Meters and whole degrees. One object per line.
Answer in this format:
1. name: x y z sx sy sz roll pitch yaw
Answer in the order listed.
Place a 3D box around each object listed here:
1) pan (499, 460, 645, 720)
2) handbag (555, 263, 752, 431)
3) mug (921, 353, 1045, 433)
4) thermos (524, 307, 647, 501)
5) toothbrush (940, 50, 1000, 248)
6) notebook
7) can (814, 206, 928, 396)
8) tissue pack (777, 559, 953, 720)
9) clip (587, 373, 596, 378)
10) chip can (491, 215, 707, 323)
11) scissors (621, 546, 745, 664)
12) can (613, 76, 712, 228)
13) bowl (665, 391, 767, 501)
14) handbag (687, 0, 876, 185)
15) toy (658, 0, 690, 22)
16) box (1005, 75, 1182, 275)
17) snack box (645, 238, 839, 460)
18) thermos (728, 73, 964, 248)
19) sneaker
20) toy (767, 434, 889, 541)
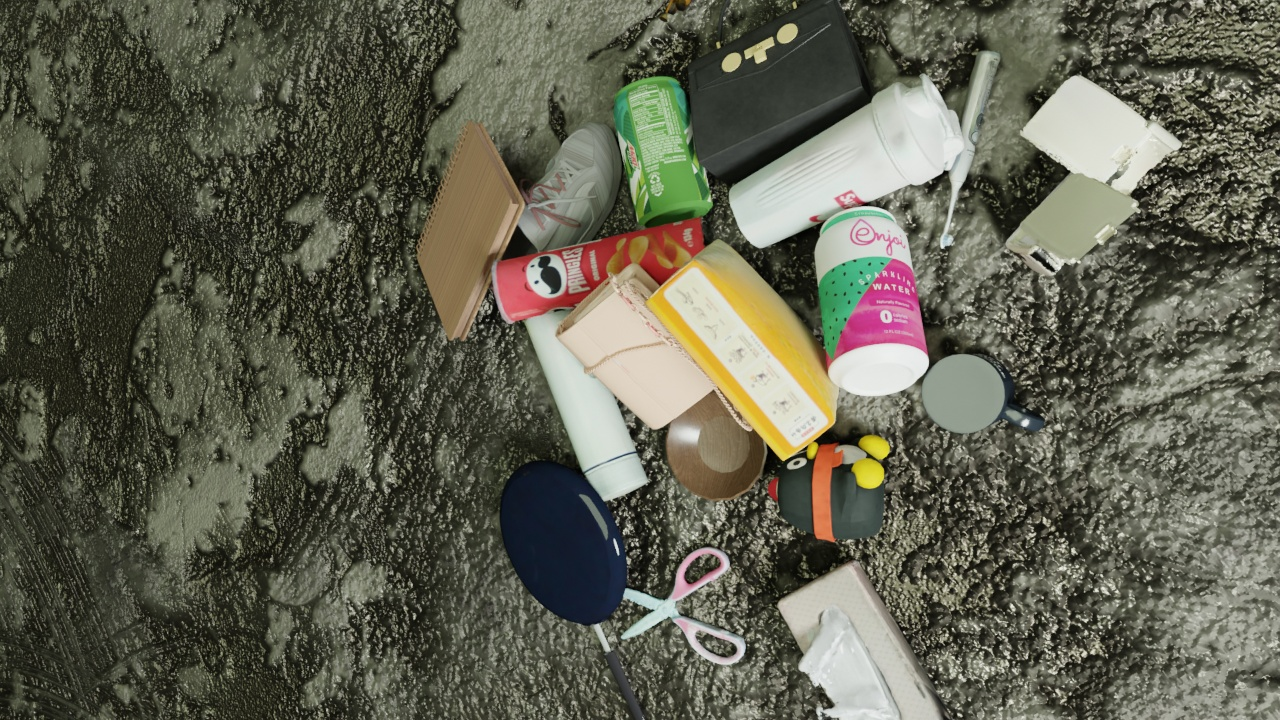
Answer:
1. pan: -0.062 0.283 1.052 0.199 0.021 0.356 -28 86 44
2. handbag: -0.004 0.005 0.902 0.117 0.187 0.199 -40 111 14
3. mug: 0.316 0.036 0.838 0.105 0.077 0.071 28 103 25
4. thermos: -0.063 0.046 1.047 0.068 0.067 0.230 -28 79 25
5. toothbrush: 0.307 -0.198 0.870 0.024 0.022 0.185 18 98 43
6. notebook: -0.209 -0.155 1.085 0.211 0.022 0.169 -58 45 35
7. can: 0.213 -0.055 0.858 0.088 0.088 0.165 -16 58 27
8. tissue pack: 0.212 0.299 0.896 0.104 0.071 0.181 -33 74 16
9. clip: -0.035 0.006 1.026 0.048 0.076 0.023 -31 76 24
10. chip can: -0.039 -0.098 0.993 0.233 0.073 0.073 -11 85 9
11. scissors: 0.047 0.288 1.022 0.173 0.014 0.158 -39 73 23
12. can: 0.022 -0.222 0.987 0.083 0.083 0.144 -16 83 27
13. bowl: 0.086 0.091 0.988 0.118 0.030 0.118 0 91 28
14. handbag: 0.132 -0.313 0.950 0.176 0.072 0.195 -20 71 27
15. toy: 0.049 -0.407 0.983 0.076 0.062 0.100 18 84 62
16. box: 0.348 -0.152 0.739 0.101 0.194 0.144 39 104 -1
17. snack box: 0.110 -0.022 0.880 0.081 0.144 0.195 -40 93 20
18. thermos: 0.197 -0.187 0.893 0.221 0.099 0.099 -24 79 34
19. sneaker: -0.107 -0.168 1.053 0.099 0.089 0.236 33 106 24
20. toy: 0.181 0.127 0.901 0.119 0.097 0.100 1 109 20
